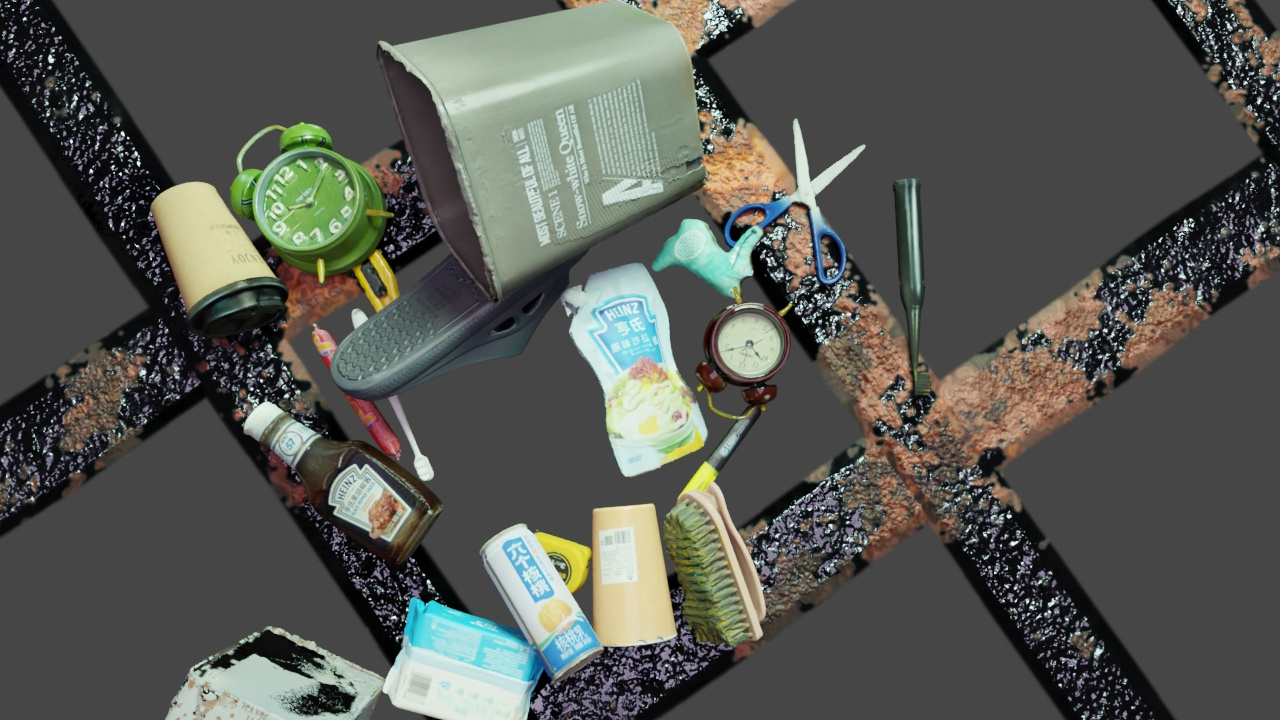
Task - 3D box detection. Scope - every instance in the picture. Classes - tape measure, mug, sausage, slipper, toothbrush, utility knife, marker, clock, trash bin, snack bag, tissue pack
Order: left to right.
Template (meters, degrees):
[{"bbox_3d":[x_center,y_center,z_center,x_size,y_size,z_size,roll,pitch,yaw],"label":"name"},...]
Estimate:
[{"bbox_3d":[-0.315,-0.155,0.864,0.161,0.056,0.116,44,85,10],"label":"clock"},{"bbox_3d":[-0.273,0.031,0.877,0.020,0.020,0.156,-33,88,-4],"label":"sausage"},{"bbox_3d":[-0.239,0.033,0.879,0.016,0.016,0.180,-24,87,-6],"label":"toothbrush"},{"bbox_3d":[-0.238,-0.048,0.884,0.033,0.015,0.154,-29,88,0],"label":"utility knife"},{"bbox_3d":[-0.157,0.281,0.841,0.140,0.063,0.090,17,84,-2],"label":"tissue pack"},{"bbox_3d":[-0.158,-0.041,0.856,0.267,0.083,0.111,-37,46,-14],"label":"slipper"},{"bbox_3d":[-0.079,-0.194,0.789,0.219,0.198,0.199,-23,129,-16],"label":"trash bin"},{"bbox_3d":[-0.077,0.195,0.867,0.060,0.029,0.057,14,89,16],"label":"tape measure"},{"bbox_3d":[-0.011,0.196,0.849,0.078,0.078,0.122,-5,82,-2],"label":"mug"},{"bbox_3d":[-0.005,0.005,0.863,0.110,0.039,0.191,-19,90,-28],"label":"snack bag"},{"bbox_3d":[0.077,0.093,0.885,0.018,0.015,0.124,37,87,-4],"label":"marker"},{"bbox_3d":[0.098,-0.004,0.872,0.082,0.055,0.122,18,88,-1],"label":"clock"},{"bbox_3d":[0.267,-0.070,0.896,0.027,0.026,0.212,-4,87,10],"label":"toothbrush"}]

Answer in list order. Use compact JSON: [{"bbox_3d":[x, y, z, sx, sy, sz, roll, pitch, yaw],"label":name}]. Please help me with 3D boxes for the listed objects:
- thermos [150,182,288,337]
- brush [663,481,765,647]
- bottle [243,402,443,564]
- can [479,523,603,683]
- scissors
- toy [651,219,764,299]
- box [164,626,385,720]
[{"bbox_3d":[-0.393,-0.090,0.850,0.093,0.093,0.143,-29,80,-4],"label":"thermos"},{"bbox_3d":[0.069,0.189,0.854,0.072,0.063,0.145,-20,92,-37],"label":"brush"},{"bbox_3d":[-0.282,0.108,0.860,0.195,0.044,0.080,35,94,2],"label":"bottle"},{"bbox_3d":[-0.090,0.215,0.819,0.053,0.053,0.134,-34,70,-4],"label":"can"},{"bbox_3d":[0.160,-0.151,0.906,0.176,0.012,0.162,-29,87,-4],"label":"scissors"},{"bbox_3d":[0.072,-0.102,0.888,0.092,0.030,0.096,38,105,-2],"label":"toy"},{"bbox_3d":[-0.259,0.345,0.779,0.272,0.178,0.106,39,87,2],"label":"box"}]
